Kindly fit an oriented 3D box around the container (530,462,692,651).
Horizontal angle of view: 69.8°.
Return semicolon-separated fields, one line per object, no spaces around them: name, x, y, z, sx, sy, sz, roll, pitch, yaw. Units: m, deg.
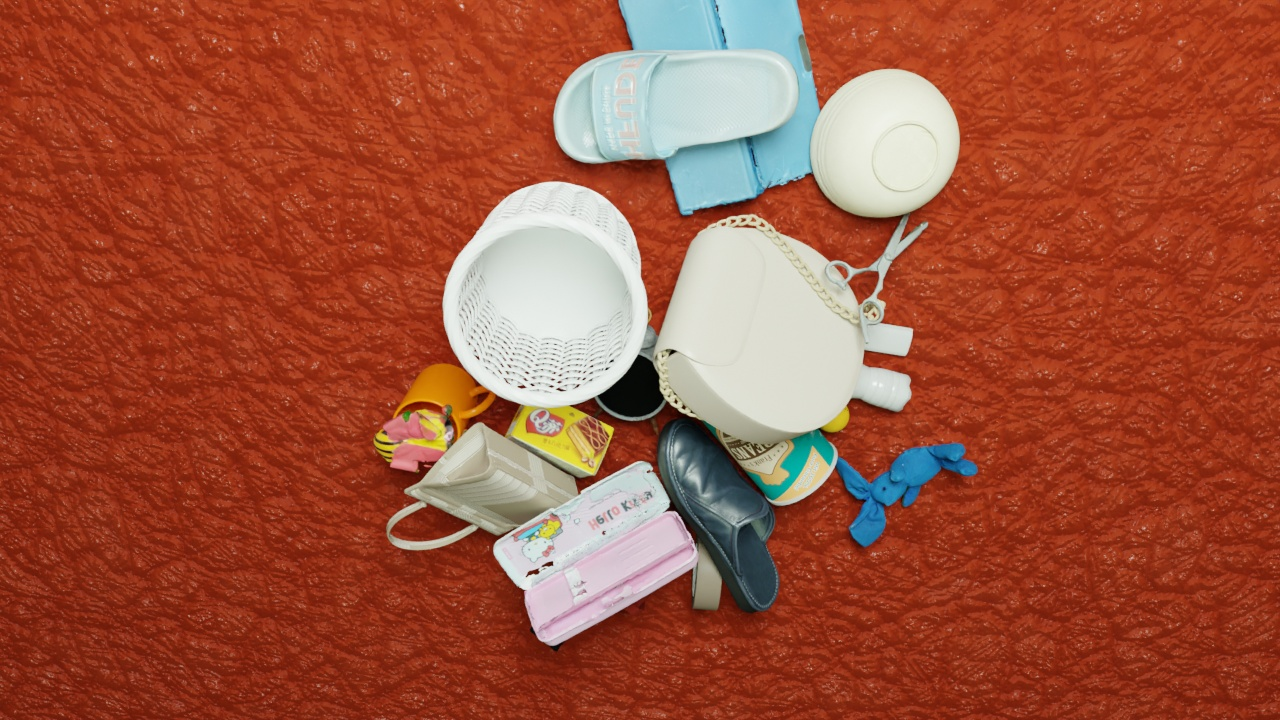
container;-0.048;0.241;1.115;0.148;0.127;0.201;43;100;-15

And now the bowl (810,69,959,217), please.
bowl;0.252;-0.209;0.913;0.150;0.075;0.151;-1;112;-4

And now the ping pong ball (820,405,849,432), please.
ping pong ball;0.222;0.064;1.067;0.040;0.040;0.040;1;114;2

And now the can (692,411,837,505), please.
can;0.142;0.079;1.046;0.099;0.099;0.144;-36;108;17

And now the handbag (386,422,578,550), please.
handbag;-0.196;0.168;1.034;0.198;0.062;0.175;-29;143;16

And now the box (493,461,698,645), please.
box;-0.050;0.210;1.009;0.201;0.111;0.101;-29;134;0

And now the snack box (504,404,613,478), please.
snack box;-0.095;0.087;1.063;0.105;0.084;0.061;27;75;-9

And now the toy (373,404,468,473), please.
toy;-0.242;0.086;0.996;0.103;0.046;0.084;-21;133;14

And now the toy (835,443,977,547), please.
toy;0.305;0.138;1.083;0.177;0.070;0.113;-34;106;27

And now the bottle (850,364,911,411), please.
bottle;0.238;0.021;1.045;0.136;0.044;0.044;15;114;-4

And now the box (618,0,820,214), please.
box;0.088;-0.276;0.914;0.175;0.060;0.232;-16;112;9

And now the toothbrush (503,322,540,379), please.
toothbrush;-0.142;-0.032;1.057;0.021;0.016;0.135;-17;113;5

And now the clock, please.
clock;-0.006;0.006;1.045;0.104;0.056;0.148;12;119;7

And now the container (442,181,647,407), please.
container;-0.090;-0.074;0.933;0.189;0.186;0.189;0;111;-1

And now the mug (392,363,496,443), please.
mug;-0.219;0.053;1.056;0.113;0.095;0.078;-17;112;10

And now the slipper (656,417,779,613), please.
slipper;0.115;0.175;1.069;0.084;0.108;0.265;-18;107;38

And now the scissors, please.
scissors;0.257;-0.090;0.949;0.153;0.014;0.130;-18;75;-19

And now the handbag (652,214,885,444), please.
handbag;0.129;-0.027;0.940;0.208;0.210;0.104;26;155;-15

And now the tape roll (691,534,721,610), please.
tape roll;0.082;0.260;1.134;0.030;0.093;0.094;5;114;1

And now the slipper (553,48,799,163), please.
slipper;0.027;-0.244;0.877;0.246;0.074;0.104;-2;115;19

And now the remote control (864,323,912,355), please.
remote control;0.241;-0.030;1.039;0.131;0.012;0.033;9;114;-1
